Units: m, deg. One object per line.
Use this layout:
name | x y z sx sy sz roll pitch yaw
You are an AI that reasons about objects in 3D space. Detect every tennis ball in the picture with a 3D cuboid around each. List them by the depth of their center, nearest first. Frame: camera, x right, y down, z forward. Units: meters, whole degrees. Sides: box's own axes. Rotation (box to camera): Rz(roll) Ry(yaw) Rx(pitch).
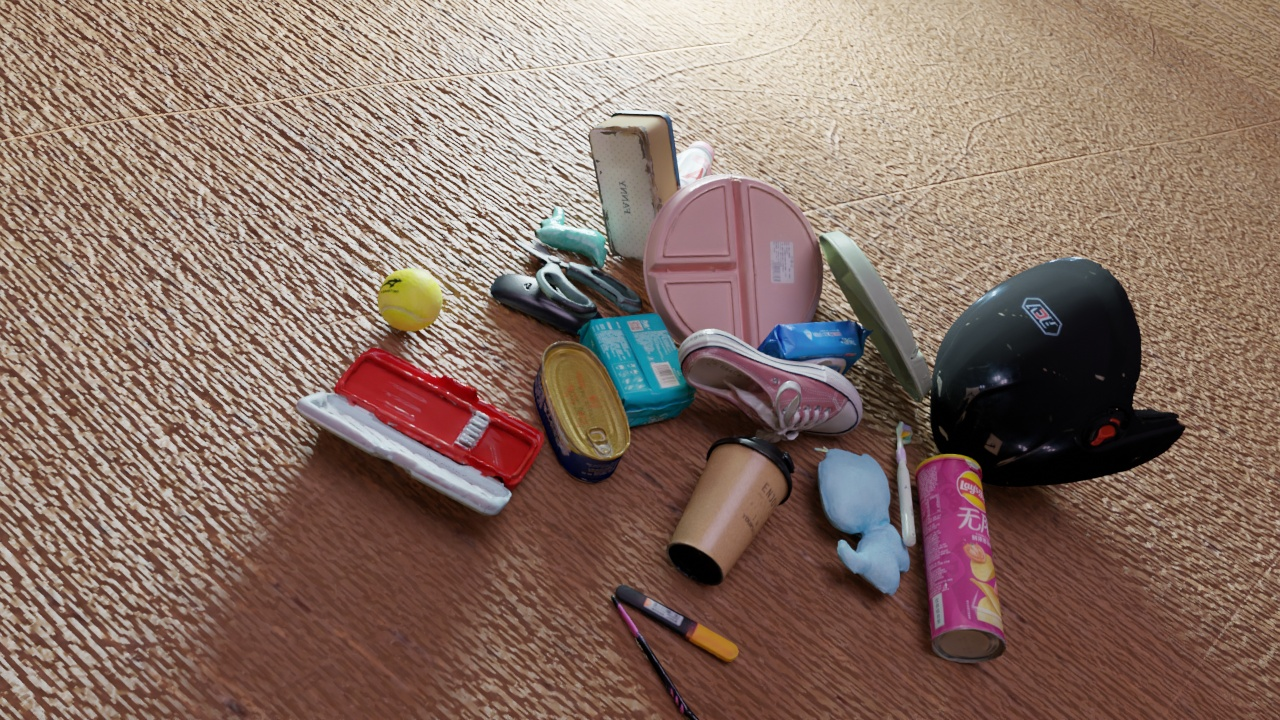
tennis ball | -0.237 -0.062 0.947 0.065 0.066 0.065 12 48 -13

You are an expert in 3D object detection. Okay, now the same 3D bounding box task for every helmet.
helmet | 0.446 0.020 1.030 0.230 0.275 0.233 -15 48 -1

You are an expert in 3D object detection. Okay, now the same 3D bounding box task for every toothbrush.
toothbrush | 0.024 0.283 0.793 0.017 0.014 0.189 -27 64 -24
toothbrush | 0.293 0.134 1.011 0.029 0.020 0.189 58 28 -25

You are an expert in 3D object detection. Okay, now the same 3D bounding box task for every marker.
marker | 0.032 0.239 0.835 0.124 0.015 0.018 28 44 6

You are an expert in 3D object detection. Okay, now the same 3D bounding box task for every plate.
plate | 0.115 -0.107 1.073 0.229 0.028 0.229 1 86 -18
plate | 0.277 -0.055 1.075 0.027 0.230 0.230 -30 59 7

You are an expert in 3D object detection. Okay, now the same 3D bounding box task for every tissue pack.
tissue pack | -0.006 0.006 0.996 0.093 0.050 0.133 -7 54 -26
tissue pack | 0.191 0.001 1.054 0.157 0.095 0.052 -4 54 -29

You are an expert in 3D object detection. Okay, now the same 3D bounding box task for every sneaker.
sneaker | 0.144 0.046 0.973 0.240 0.119 0.087 22 41 -29

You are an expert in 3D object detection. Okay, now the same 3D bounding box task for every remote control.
remote control | -0.102 -0.065 1.035 0.136 0.024 0.053 23 46 -3

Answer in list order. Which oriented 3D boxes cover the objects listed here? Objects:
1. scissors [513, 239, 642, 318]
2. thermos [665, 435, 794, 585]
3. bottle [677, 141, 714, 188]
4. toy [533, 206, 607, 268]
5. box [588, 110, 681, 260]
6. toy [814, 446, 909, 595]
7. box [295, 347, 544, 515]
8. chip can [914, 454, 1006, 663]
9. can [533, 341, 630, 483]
scissors | -0.086 -0.092 1.042 0.177 0.019 0.171 30 25 7
thermos | 0.085 0.144 0.892 0.093 0.093 0.142 32 53 6
bottle | 0.056 -0.233 1.224 0.068 0.068 0.196 26 41 0
toy | -0.084 -0.153 1.117 0.092 0.030 0.096 14 41 -14
box | -0.003 -0.211 1.091 0.090 0.184 0.063 14 36 32
toy | 0.230 0.157 0.961 0.156 0.050 0.161 53 38 6
box | -0.201 0.068 0.852 0.201 0.064 0.159 28 27 1
chip can | 0.330 0.201 0.953 0.071 0.072 0.210 17 47 -8
can | -0.062 0.051 0.933 0.074 0.049 0.148 -7 54 -28
